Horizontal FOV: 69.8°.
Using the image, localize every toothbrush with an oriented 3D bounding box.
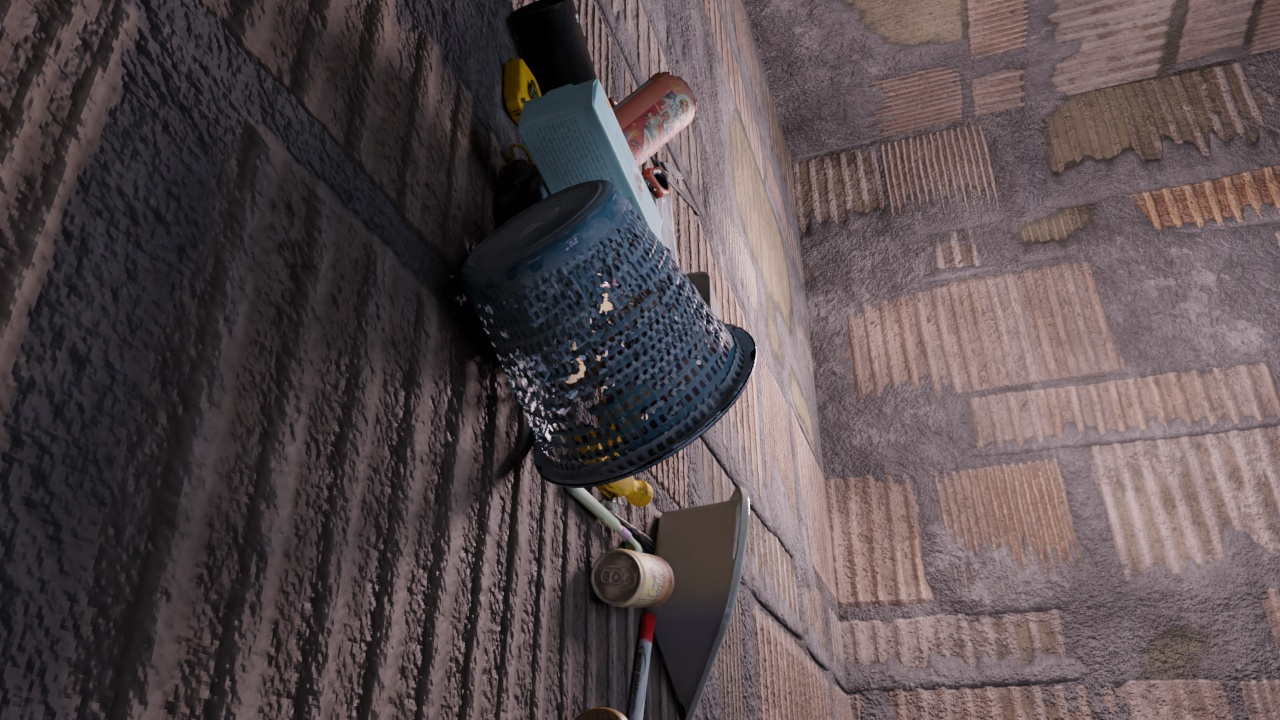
[{"bbox_3d":[-0.010,0.194,1.063,0.181,0.018,0.015,56,33,-58],"label":"toothbrush"},{"bbox_3d":[-0.037,0.170,0.980,0.029,0.020,0.189,55,-1,38],"label":"toothbrush"}]

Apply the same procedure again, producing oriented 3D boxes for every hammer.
[{"bbox_3d":[-0.006,0.006,1.027,0.128,0.033,0.300,39,56,-49],"label":"hammer"}]

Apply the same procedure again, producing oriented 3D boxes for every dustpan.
[{"bbox_3d":[0.099,0.289,1.153,0.222,0.143,0.258,-77,151,-51],"label":"dustpan"}]

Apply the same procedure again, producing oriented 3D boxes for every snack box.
[{"bbox_3d":[-0.043,-0.170,0.856,0.051,0.074,0.175,-86,156,-43],"label":"snack box"}]

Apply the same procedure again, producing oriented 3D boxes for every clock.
[{"bbox_3d":[-0.102,-0.149,0.878,0.082,0.055,0.122,-17,96,-72],"label":"clock"}]

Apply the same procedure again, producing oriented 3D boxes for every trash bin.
[{"bbox_3d":[-0.042,-0.037,0.790,0.195,0.227,0.226,59,25,-23],"label":"trash bin"}]

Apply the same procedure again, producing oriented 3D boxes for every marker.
[{"bbox_3d":[0.001,0.345,1.013,0.145,0.017,0.017,-79,154,-49],"label":"marker"}]

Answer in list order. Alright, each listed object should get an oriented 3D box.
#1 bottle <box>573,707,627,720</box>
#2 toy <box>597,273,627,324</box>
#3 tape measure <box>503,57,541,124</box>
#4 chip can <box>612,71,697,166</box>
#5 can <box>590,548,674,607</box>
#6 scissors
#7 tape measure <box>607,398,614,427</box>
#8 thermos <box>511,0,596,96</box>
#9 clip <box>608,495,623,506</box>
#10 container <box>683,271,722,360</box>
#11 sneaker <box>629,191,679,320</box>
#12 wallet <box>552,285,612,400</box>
[{"bbox_3d":[-0.009,0.409,0.864,0.065,0.065,0.219,-79,155,-49],"label":"bottle"},{"bbox_3d":[-0.050,-0.095,1.020,0.121,0.054,0.160,-73,153,-43],"label":"toy"},{"bbox_3d":[-0.117,-0.271,0.939,0.057,0.029,0.060,47,37,-62],"label":"tape measure"},{"bbox_3d":[-0.025,-0.233,0.986,0.214,0.071,0.071,-47,132,-33],"label":"chip can"},{"bbox_3d":[-0.007,0.232,0.975,0.116,0.059,0.058,38,45,-66],"label":"can"},{"bbox_3d":[0.017,-0.243,1.128,0.189,0.015,0.226,55,18,-13],"label":"scissors"},{"bbox_3d":[-0.020,0.071,1.079,0.054,0.025,0.058,48,37,-59],"label":"tape measure"},{"bbox_3d":[-0.077,-0.282,1.038,0.090,0.068,0.243,47,-22,57],"label":"thermos"},{"bbox_3d":[-0.026,0.136,1.033,0.027,0.043,0.058,46,46,-66],"label":"clip"},{"bbox_3d":[0.070,-0.058,1.342,0.114,0.090,0.090,61,26,-56],"label":"container"},{"bbox_3d":[0.004,-0.099,1.145,0.089,0.091,0.242,9,70,-67],"label":"sneaker"},{"bbox_3d":[-0.057,-0.021,0.953,0.087,0.024,0.115,53,51,-66],"label":"wallet"}]
